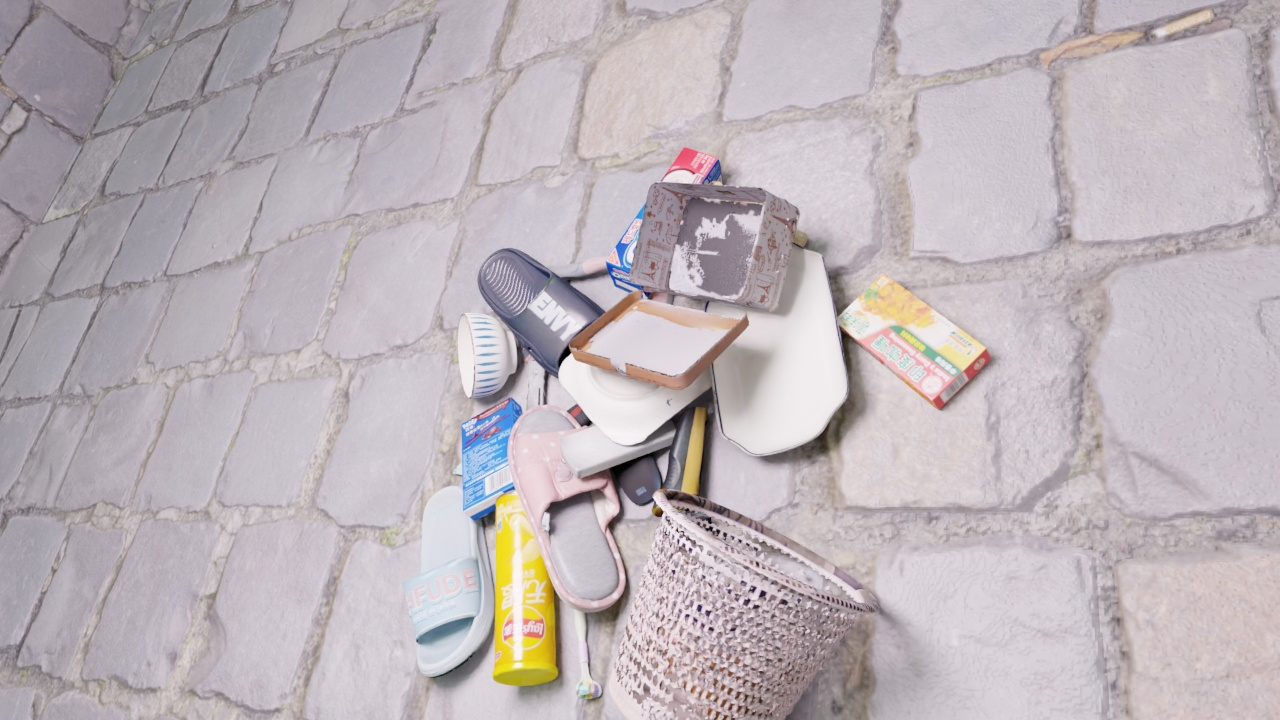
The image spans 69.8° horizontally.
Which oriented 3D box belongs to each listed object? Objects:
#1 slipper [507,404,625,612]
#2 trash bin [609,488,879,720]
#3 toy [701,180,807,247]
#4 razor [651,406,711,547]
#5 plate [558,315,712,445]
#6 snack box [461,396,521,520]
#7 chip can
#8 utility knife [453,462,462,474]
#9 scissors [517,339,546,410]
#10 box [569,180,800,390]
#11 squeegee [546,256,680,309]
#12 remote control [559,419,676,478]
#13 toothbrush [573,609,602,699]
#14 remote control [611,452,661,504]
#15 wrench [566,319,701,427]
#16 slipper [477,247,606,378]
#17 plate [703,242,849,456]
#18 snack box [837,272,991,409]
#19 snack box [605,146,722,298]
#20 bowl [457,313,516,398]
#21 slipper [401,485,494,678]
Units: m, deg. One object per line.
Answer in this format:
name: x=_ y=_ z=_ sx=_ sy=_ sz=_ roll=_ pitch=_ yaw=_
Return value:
slipper: x=-0.083 y=0.158 z=1.063 sx=0.055 sy=0.114 sz=0.274 roll=114 pitch=146 yaw=-47
trash bin: x=0.076 y=0.253 z=0.848 sx=0.228 sy=0.227 sz=0.192 roll=27 pitch=92 yaw=40
toy: x=0.134 y=-0.166 z=1.140 sx=0.157 sy=0.066 sz=0.105 roll=33 pitch=90 yaw=25
razor: x=0.054 y=0.128 z=1.032 sx=0.067 sy=0.062 sz=0.167 roll=9 pitch=59 yaw=4
plate: x=-0.006 y=0.006 z=1.094 sx=0.164 sy=0.034 sz=0.163 roll=-38 pitch=56 yaw=-12
snack box: x=-0.190 y=0.124 z=1.185 sx=0.085 sy=0.026 sz=0.157 roll=-29 pitch=40 yaw=14
chip can: x=-0.133 y=0.259 z=1.057 sx=0.072 sy=0.072 sz=0.213 roll=-20 pitch=54 yaw=22
utility knife: x=-0.163 y=0.151 z=1.177 sx=0.217 sy=0.018 sz=0.034 roll=3 pitch=66 yaw=36
scissors: x=-0.127 y=-0.003 z=1.234 sx=0.197 sy=0.015 sz=0.205 roll=-46 pitch=56 yaw=5
box: x=0.054 y=-0.084 z=1.052 sx=0.179 sy=0.125 sz=0.273 roll=14 pitch=68 yaw=41
squeegee: x=-0.060 y=-0.126 z=1.260 sx=0.250 sy=0.040 sz=0.247 roll=-4 pitch=62 yaw=32
remote control: x=-0.026 y=0.094 z=1.074 sx=0.135 sy=0.019 sz=0.056 roll=-19 pitch=48 yaw=-18
toothbrush: x=-0.067 y=0.284 z=1.035 sx=0.020 sy=0.029 sz=0.189 roll=119 pitch=150 yaw=-47
remote control: x=-0.016 y=0.112 z=1.099 sx=0.053 sy=0.024 sz=0.136 roll=-37 pitch=49 yaw=11
wrench: x=-0.025 y=0.032 z=1.154 sx=0.274 sy=0.016 sz=0.056 roll=-36 pitch=62 yaw=11
slipper: x=-0.137 y=-0.069 z=1.206 sx=0.268 sy=0.083 sz=0.110 roll=40 pitch=91 yaw=30
plate: x=0.156 y=-0.013 z=1.046 sx=0.162 sy=0.034 sz=0.265 roll=-23 pitch=55 yaw=27
snack box: x=0.287 y=-0.023 z=0.979 sx=0.077 sy=0.027 sz=0.156 roll=-46 pitch=48 yaw=4
snack box: x=0.034 y=-0.181 z=1.195 sx=0.058 sy=0.057 sz=0.207 roll=25 pitch=70 yaw=23
bowl: x=-0.207 y=-0.008 z=1.253 sx=0.066 sy=0.117 sz=0.116 roll=-4 pitch=48 yaw=-21
slipper: x=-0.240 y=0.260 z=1.124 sx=0.104 sy=0.074 sz=0.245 roll=-24 pitch=51 yaw=18
